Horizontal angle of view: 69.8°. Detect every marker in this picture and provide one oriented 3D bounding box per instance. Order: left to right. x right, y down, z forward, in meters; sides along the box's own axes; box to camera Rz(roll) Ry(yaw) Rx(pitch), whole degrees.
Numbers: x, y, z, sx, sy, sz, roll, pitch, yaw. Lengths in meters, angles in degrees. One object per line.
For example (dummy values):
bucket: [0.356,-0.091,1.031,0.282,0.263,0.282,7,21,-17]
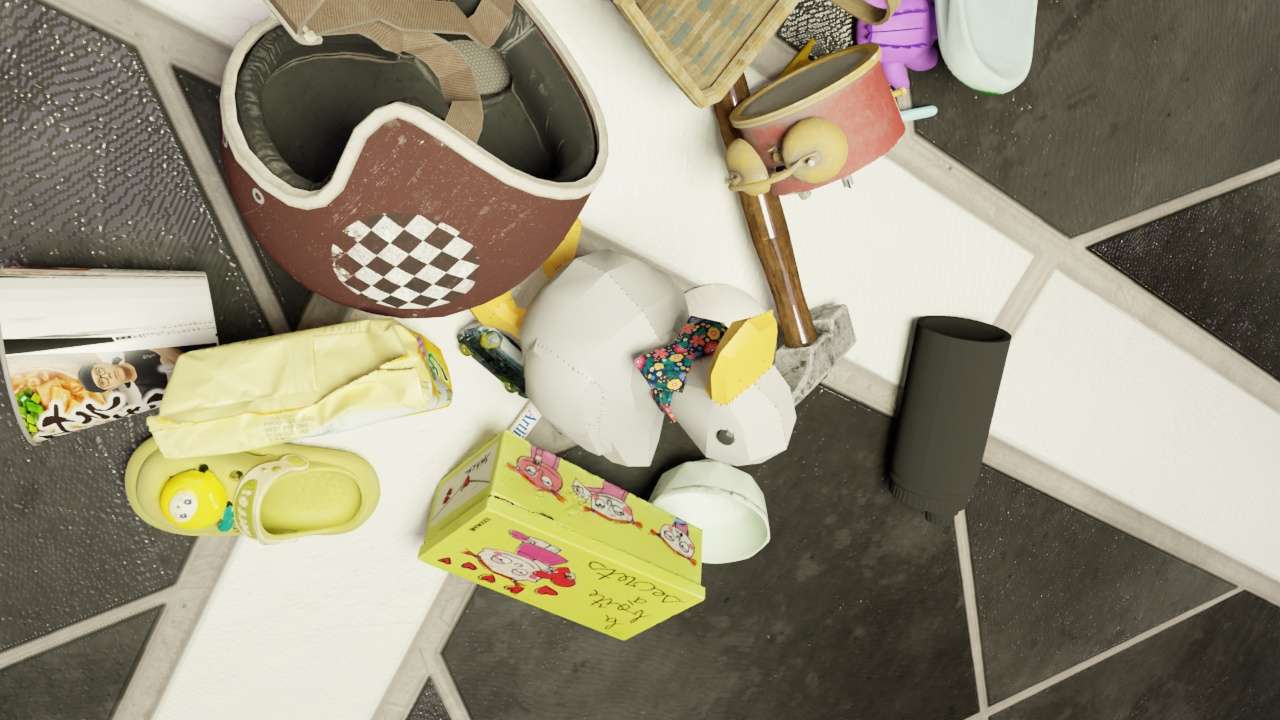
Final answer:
marker: [-0.092,0.043,0.800,0.017,0.017,0.145,35,96,-26]

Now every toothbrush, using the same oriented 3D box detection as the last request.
toothbrush: [0.186,-0.204,0.785,0.180,0.016,0.016,-15,87,-25]

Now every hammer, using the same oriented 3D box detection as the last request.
hammer: [0.085,-0.104,0.741,0.217,0.037,0.301,-37,113,-48]

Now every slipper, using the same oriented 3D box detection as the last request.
slipper: [-0.301,0.111,0.722,0.190,0.081,0.092,8,109,-24]
slipper: [0.284,-0.334,0.719,0.104,0.074,0.245,2,86,-25]

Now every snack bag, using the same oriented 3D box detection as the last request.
snack bag: [-0.219,0.017,0.637,0.159,0.247,0.068,-13,90,-8]

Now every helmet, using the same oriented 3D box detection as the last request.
helmet: [-0.142,-0.143,0.578,0.254,0.232,0.233,-31,128,33]

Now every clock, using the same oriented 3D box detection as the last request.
clock: [0.127,-0.162,0.681,0.158,0.117,0.081,-44,116,-32]

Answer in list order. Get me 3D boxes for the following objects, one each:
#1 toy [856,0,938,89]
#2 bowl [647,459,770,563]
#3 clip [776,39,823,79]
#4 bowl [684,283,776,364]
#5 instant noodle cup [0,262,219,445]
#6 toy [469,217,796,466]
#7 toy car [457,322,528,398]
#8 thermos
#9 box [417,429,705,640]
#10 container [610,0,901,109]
toy: [0.217,-0.275,0.761,0.088,0.056,0.106,-11,113,-16]
bowl: [0.063,0.132,0.850,0.117,0.061,0.118,7,137,6]
clip: [0.140,-0.234,0.759,0.054,0.049,0.044,-49,151,3]
bowl: [0.072,-0.003,0.812,0.118,0.062,0.118,-6,111,-16]
instant noodle cup: [-0.362,-0.013,0.639,0.121,0.124,0.124,-10,113,-25]
toy: [-0.004,0.003,0.683,0.140,0.267,0.247,-38,154,-29]
toy car: [-0.112,-0.001,0.767,0.090,0.039,0.027,43,51,-28]
thermos: [0.296,0.063,0.899,0.086,0.086,0.199,-1,110,-18]
box: [-0.062,0.159,0.791,0.221,0.081,0.125,33,133,-26]
container: [0.092,-0.301,0.618,0.250,0.186,0.157,-51,149,5]
